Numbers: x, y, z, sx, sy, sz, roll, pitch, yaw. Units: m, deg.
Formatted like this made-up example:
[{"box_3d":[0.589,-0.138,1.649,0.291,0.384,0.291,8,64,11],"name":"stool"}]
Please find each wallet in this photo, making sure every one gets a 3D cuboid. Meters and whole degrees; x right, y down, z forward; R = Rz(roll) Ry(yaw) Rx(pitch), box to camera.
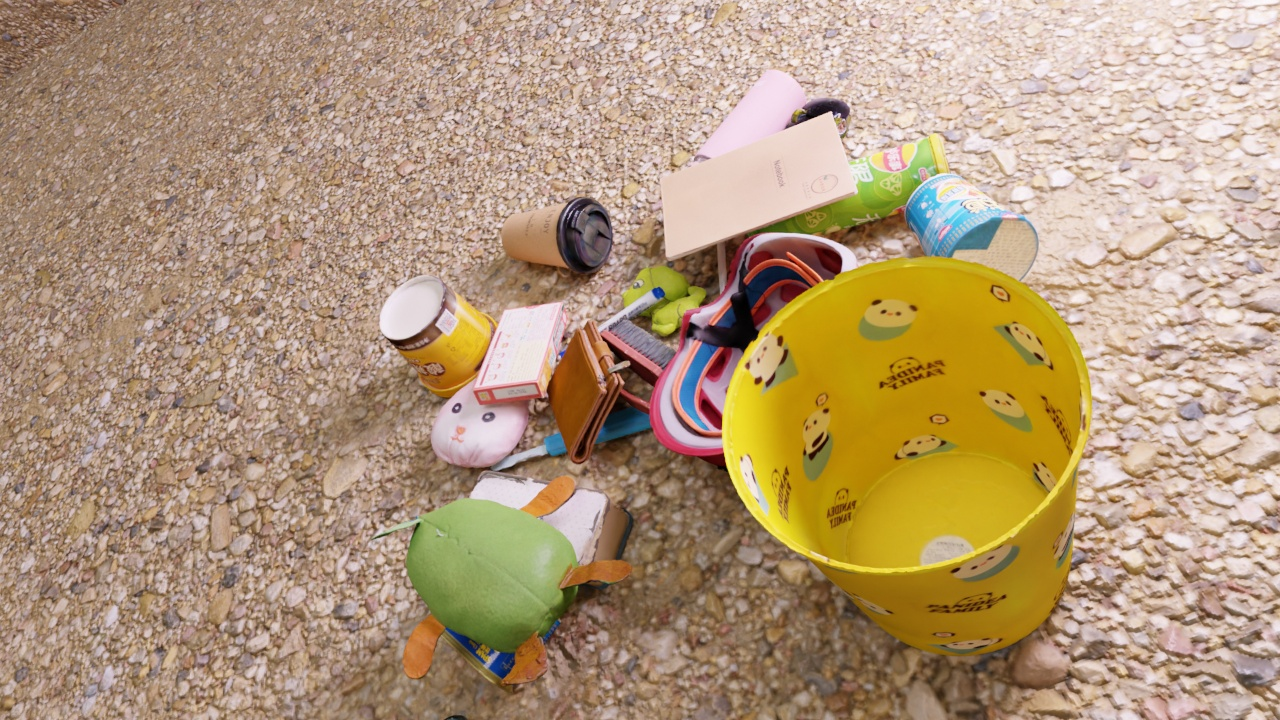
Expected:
[{"box_3d":[-0.060,0.024,0.970,0.119,0.035,0.130,-59,30,22],"name":"wallet"}]

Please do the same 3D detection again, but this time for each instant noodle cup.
[{"box_3d":[0.312,-0.125,0.889,0.099,0.099,0.109,-28,40,9],"name":"instant noodle cup"},{"box_3d":[-0.243,-0.033,1.109,0.119,0.114,0.118,-14,53,19],"name":"instant noodle cup"}]

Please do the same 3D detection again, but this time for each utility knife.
[{"box_3d":[-0.072,0.085,0.995,0.218,0.018,0.034,-19,39,17],"name":"utility knife"}]

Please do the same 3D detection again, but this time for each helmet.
[{"box_3d":[0.134,0.012,0.851,0.240,0.144,0.207,-53,34,-1],"name":"helmet"}]

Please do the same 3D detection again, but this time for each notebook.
[{"box_3d":[0.120,-0.190,0.996,0.208,0.008,0.147,-18,45,16],"name":"notebook"}]

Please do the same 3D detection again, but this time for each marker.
[{"box_3d":[-0.032,-0.039,1.040,0.146,0.017,0.016,-33,47,22],"name":"marker"}]

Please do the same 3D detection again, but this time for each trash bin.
[{"box_3d":[0.210,0.091,0.677,0.230,0.255,0.229,-14,53,19],"name":"trash bin"}]

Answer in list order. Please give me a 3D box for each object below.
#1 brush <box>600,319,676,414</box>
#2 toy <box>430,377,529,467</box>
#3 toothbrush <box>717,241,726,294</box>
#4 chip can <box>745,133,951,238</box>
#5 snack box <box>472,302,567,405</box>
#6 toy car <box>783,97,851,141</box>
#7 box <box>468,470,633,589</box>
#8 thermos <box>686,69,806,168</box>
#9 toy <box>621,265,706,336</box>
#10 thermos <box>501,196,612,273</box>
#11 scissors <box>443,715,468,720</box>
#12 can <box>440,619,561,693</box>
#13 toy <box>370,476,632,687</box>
[{"box_3d":[-0.006,0.006,0.977,0.069,0.063,0.146,-44,37,-7],"name":"brush"},{"box_3d":[-0.171,0.054,1.052,0.121,0.054,0.159,10,55,33],"name":"toy"},{"box_3d":[0.096,-0.080,1.022,0.016,0.016,0.179,-10,54,13],"name":"toothbrush"},{"box_3d":[0.217,-0.176,0.984,0.222,0.072,0.072,-14,52,20],"name":"chip can"},{"box_3d":[-0.135,-0.011,1.054,0.077,0.027,0.155,-7,36,13],"name":"snack box"},{"box_3d":[0.187,-0.243,1.069,0.070,0.042,0.158,30,76,40],"name":"toy car"},{"box_3d":[-0.094,0.169,0.923,0.184,0.061,0.089,8,63,31],"name":"box"},{"box_3d":[0.113,-0.256,1.111,0.198,0.067,0.087,-52,18,-10],"name":"thermos"},{"box_3d":[0.027,-0.070,1.042,0.097,0.031,0.100,-23,54,13],"name":"toy"},{"box_3d":[-0.104,-0.155,1.140,0.143,0.093,0.092,6,61,40],"name":"thermos"},{"box_3d":[-0.157,0.408,0.814,0.144,0.019,0.179,-9,53,23],"name":"scissors"},{"box_3d":[-0.138,0.255,0.886,0.102,0.057,0.083,27,71,39],"name":"can"},{"box_3d":[-0.131,0.194,0.832,0.247,0.090,0.226,20,58,41],"name":"toy"}]
